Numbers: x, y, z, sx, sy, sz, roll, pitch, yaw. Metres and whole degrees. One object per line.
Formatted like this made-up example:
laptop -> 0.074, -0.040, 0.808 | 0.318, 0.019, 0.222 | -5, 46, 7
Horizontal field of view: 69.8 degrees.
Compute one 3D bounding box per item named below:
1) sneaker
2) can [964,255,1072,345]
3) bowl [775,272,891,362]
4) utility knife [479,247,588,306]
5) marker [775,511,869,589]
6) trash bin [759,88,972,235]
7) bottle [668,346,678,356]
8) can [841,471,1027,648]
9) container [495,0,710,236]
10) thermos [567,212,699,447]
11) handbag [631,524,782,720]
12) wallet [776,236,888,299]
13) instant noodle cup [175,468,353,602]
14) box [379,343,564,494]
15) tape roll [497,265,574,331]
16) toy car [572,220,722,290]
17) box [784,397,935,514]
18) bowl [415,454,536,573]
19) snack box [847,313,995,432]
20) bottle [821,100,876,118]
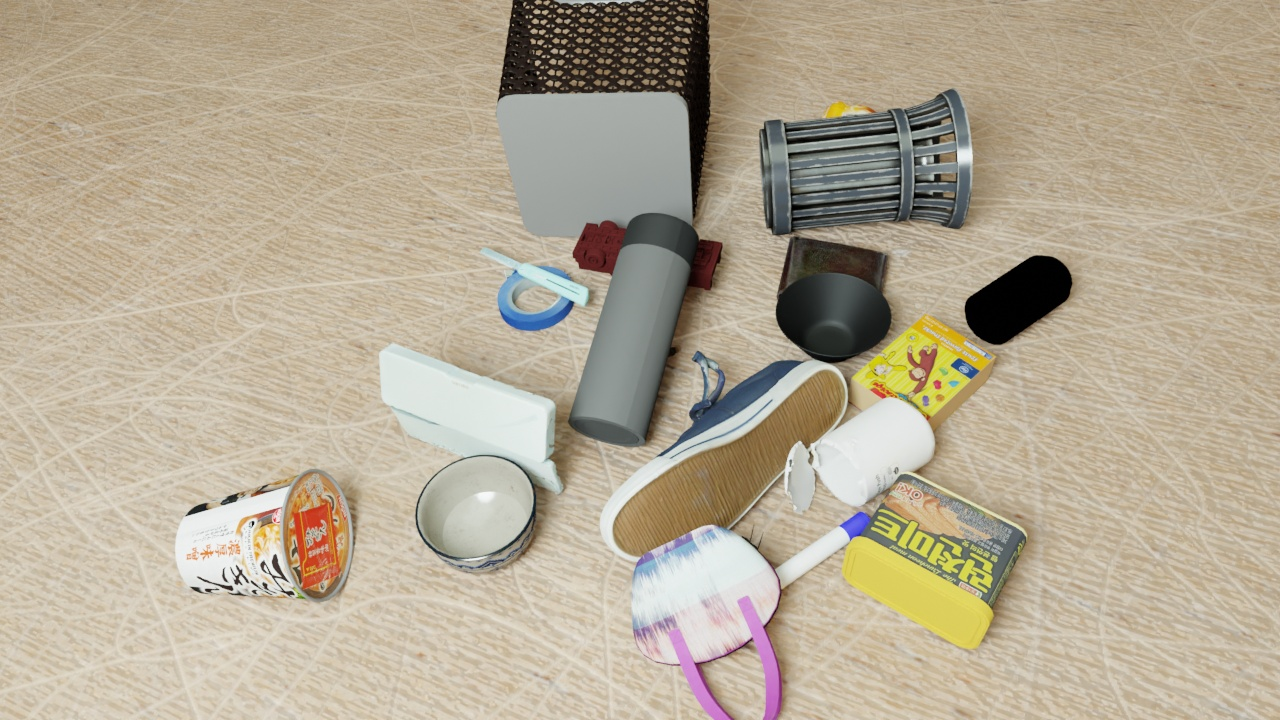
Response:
sneaker -> 0.064, 0.083, 0.922 | 0.293, 0.121, 0.127 | -35, 27, -23
can -> 0.420, -0.068, 1.019 | 0.114, 0.063, 0.063 | -31, 54, -19
bowl -> 0.211, -0.035, 1.019 | 0.124, 0.053, 0.123 | -3, 50, 3
utility knife -> -0.130, -0.105, 1.113 | 0.168, 0.015, 0.022 | 25, 89, 25
marker -> 0.158, 0.186, 0.864 | 0.141, 0.020, 0.020 | -29, 54, -18
trash bin -> 0.263, -0.231, 1.111 | 0.227, 0.164, 0.164 | -5, 50, 6
bottle -> -0.006, 0.006, 1.024 | 0.106, 0.025, 0.025 | -21, 52, -12
can -> 0.266, 0.176, 0.828 | 0.131, 0.073, 0.100 | 27, 55, 25
container -> -0.039, -0.321, 1.160 | 0.247, 0.246, 0.243 | 1, 54, 6
thermos -> -0.004, -0.035, 0.979 | 0.082, 0.082, 0.240 | 10, 69, 14
handbag -> 0.069, 0.239, 0.801 | 0.144, 0.068, 0.169 | -26, 60, 4
wallet -> 0.228, -0.098, 1.088 | 0.120, 0.031, 0.099 | 11, 55, 11
instant noodle cup -> -0.359, 0.172, 0.871 | 0.122, 0.124, 0.123 | -8, 50, 10
box -> -0.171, 0.064, 0.920 | 0.197, 0.136, 0.043 | 19, 45, 20
tape roll -> -0.126, -0.076, 1.109 | 0.091, 0.016, 0.092 | -2, 50, 4
toy car -> 0.010, -0.119, 1.102 | 0.170, 0.062, 0.070 | 10, 52, 14
box -> 0.203, 0.099, 0.892 | 0.160, 0.081, 0.092 | -29, 39, -23
bowl -> -0.154, 0.156, 0.893 | 0.115, 0.059, 0.115 | -3, 50, 3
snack box -> 0.297, 0.020, 0.973 | 0.125, 0.040, 0.088 | -37, 56, -23
bottle -> 0.297, -0.309, 1.231 | 0.109, 0.063, 0.063 | 17, 54, 20
